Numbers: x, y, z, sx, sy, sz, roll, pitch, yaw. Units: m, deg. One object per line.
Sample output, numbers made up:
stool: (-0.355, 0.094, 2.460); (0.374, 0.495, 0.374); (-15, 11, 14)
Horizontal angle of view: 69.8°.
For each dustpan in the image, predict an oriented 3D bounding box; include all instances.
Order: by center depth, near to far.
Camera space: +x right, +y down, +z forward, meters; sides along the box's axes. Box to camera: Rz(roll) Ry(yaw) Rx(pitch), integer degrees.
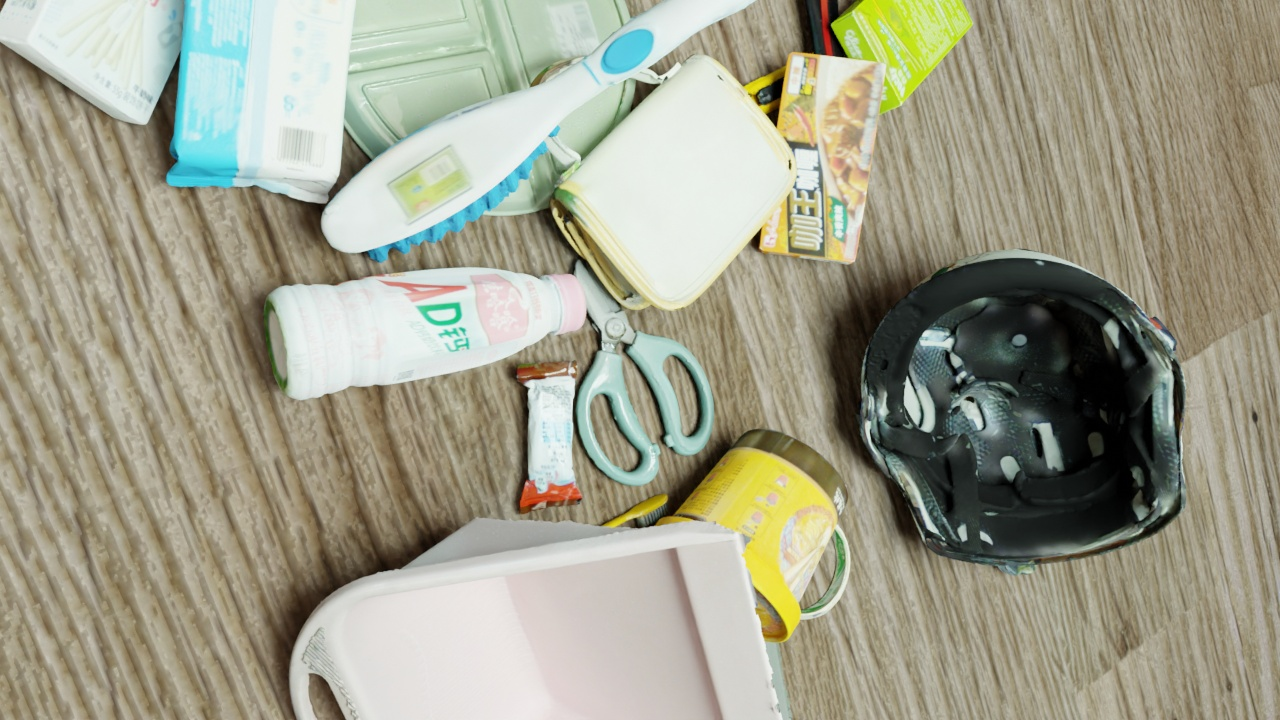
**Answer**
dustpan: (-0.062, 0.206, 0.523); (0.138, 0.274, 0.223); (-37, 118, -43)

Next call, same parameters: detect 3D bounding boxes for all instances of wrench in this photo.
wrench: (0.151, -0.285, 0.743); (0.056, 0.016, 0.273); (1, 83, -28)

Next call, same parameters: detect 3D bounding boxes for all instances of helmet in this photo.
helmet: (0.299, 0.023, 0.733); (0.274, 0.231, 0.156); (62, 28, -16)

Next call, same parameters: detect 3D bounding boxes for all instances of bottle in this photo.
bottle: (-0.129, -0.024, 0.580); (0.196, 0.068, 0.068); (-10, 94, -31)

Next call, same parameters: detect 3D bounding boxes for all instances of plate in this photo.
plate: (-0.101, -0.214, 0.618); (0.229, 0.027, 0.230); (0, 90, -27)

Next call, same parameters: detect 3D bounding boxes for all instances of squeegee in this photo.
squeegee: (-0.004, 0.295, 0.653); (0.249, 0.040, 0.247); (-3, 76, -22)

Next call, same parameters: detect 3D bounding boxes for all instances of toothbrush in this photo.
toothbrush: (-0.057, 0.141, 0.641); (0.191, 0.016, 0.018); (-25, 109, -26)

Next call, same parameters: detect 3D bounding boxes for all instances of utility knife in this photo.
utility knife: (0.095, -0.205, 0.724); (0.195, 0.015, 0.033); (-32, 100, -24)

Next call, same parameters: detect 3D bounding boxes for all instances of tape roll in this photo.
tape roll: (0.132, 0.164, 0.738); (0.085, 0.014, 0.086); (0, 89, -27)

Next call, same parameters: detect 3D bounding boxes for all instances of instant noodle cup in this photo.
instant noodle cup: (0.082, 0.121, 0.662); (0.118, 0.119, 0.114); (48, 61, -18)

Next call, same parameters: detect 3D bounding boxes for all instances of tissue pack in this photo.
tissue pack: (-0.218, -0.164, 0.527); (0.089, 0.063, 0.140); (3, 103, -28)

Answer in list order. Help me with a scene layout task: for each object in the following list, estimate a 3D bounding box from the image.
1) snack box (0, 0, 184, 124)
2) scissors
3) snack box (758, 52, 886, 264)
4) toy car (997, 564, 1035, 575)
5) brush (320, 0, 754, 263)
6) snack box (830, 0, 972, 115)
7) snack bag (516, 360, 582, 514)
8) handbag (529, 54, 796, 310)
snack box: (-0.276, -0.218, 0.499); (0.027, 0.085, 0.156); (16, 80, 15)
scissors: (-0.025, 0.014, 0.659); (0.185, 0.019, 0.131); (49, 69, -17)
snack box: (0.140, -0.155, 0.710); (0.075, 0.026, 0.154); (9, 94, 7)
toy car: (0.355, 0.159, 0.843); (0.090, 0.034, 0.043); (-36, 102, -25)
brush: (-0.051, -0.147, 0.529); (0.314, 0.109, 0.060); (-30, 99, 2)
snack box: (0.222, -0.281, 0.767); (0.086, 0.026, 0.156); (54, 55, -18)
snack bag: (-0.063, 0.053, 0.633); (0.048, 0.026, 0.104); (-4, 91, -25)
handbag: (0.004, -0.142, 0.638); (0.163, 0.063, 0.179); (-48, 111, -20)
